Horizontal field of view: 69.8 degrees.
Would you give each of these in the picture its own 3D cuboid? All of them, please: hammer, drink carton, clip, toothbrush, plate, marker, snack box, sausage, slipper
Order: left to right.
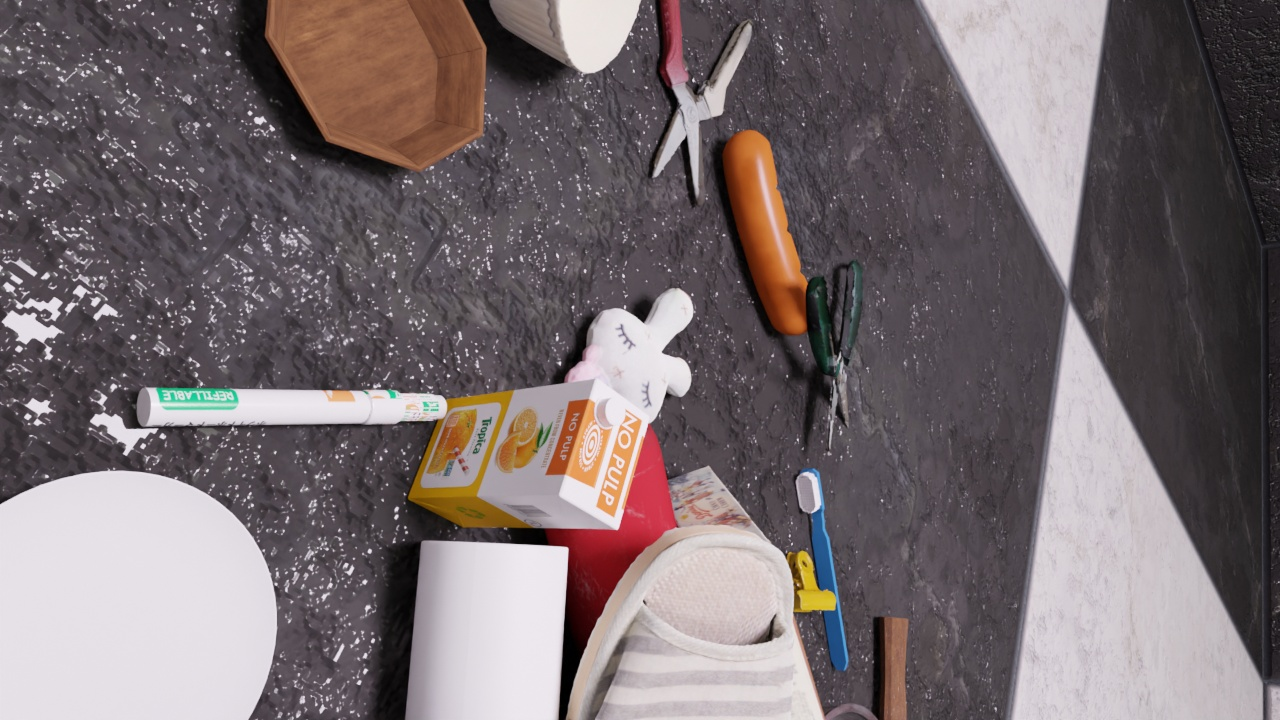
[{"bbox_3d":[-0.209,0.111,0.358,0.134,0.011,0.134,10,76,-47],"label":"plate"},{"bbox_3d":[-0.154,0.022,0.429,0.145,0.017,0.017,3,81,-48],"label":"marker"},{"bbox_3d":[-0.136,-0.159,0.472,0.131,0.025,0.131,10,76,-47],"label":"plate"},{"bbox_3d":[-0.055,0.049,0.455,0.040,0.123,0.058,38,57,-38],"label":"drink carton"},{"bbox_3d":[0.012,0.215,0.453,0.114,0.054,0.273,15,94,-19],"label":"slipper"},{"bbox_3d":[0.061,0.154,0.562,0.041,0.147,0.143,-20,103,-5],"label":"snack box"},{"bbox_3d":[0.099,-0.097,0.713,0.044,0.039,0.164,-29,106,-43],"label":"sausage"},{"bbox_3d":[0.124,0.176,0.713,0.054,0.048,0.046,15,114,-45],"label":"clip"},{"bbox_3d":[0.147,0.170,0.740,0.014,0.016,0.166,-11,93,-48],"label":"toothbrush"},{"bbox_3d":[0.211,0.382,0.767,0.115,0.033,0.322,19,69,-43],"label":"hammer"}]

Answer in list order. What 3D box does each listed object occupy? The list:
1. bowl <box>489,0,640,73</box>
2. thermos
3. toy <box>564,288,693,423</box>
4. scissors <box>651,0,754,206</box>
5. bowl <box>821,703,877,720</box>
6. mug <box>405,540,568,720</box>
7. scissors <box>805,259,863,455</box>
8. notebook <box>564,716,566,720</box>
[{"bbox_3d":[-0.046,-0.233,0.533,0.115,0.062,0.115,-57,159,-36],"label":"bowl"},{"bbox_3d":[-0.004,0.153,0.533,0.073,0.073,0.240,-26,109,-47],"label":"thermos"},{"bbox_3d":[-0.003,0.003,0.585,0.122,0.038,0.079,-30,113,-44],"label":"toy"},{"bbox_3d":[0.044,-0.220,0.691,0.178,0.015,0.198,-30,107,-46],"label":"scissors"},{"bbox_3d":[0.118,0.313,0.645,0.144,0.067,0.145,10,76,-47],"label":"bowl"},{"bbox_3d":[-0.070,0.141,0.472,0.110,0.074,0.090,37,54,-69],"label":"mug"},{"bbox_3d":[0.160,-0.029,0.750,0.205,0.015,0.201,58,38,-54],"label":"scissors"},{"bbox_3d":[-0.027,0.276,0.487,0.153,0.012,0.208,46,71,-33],"label":"notebook"}]
